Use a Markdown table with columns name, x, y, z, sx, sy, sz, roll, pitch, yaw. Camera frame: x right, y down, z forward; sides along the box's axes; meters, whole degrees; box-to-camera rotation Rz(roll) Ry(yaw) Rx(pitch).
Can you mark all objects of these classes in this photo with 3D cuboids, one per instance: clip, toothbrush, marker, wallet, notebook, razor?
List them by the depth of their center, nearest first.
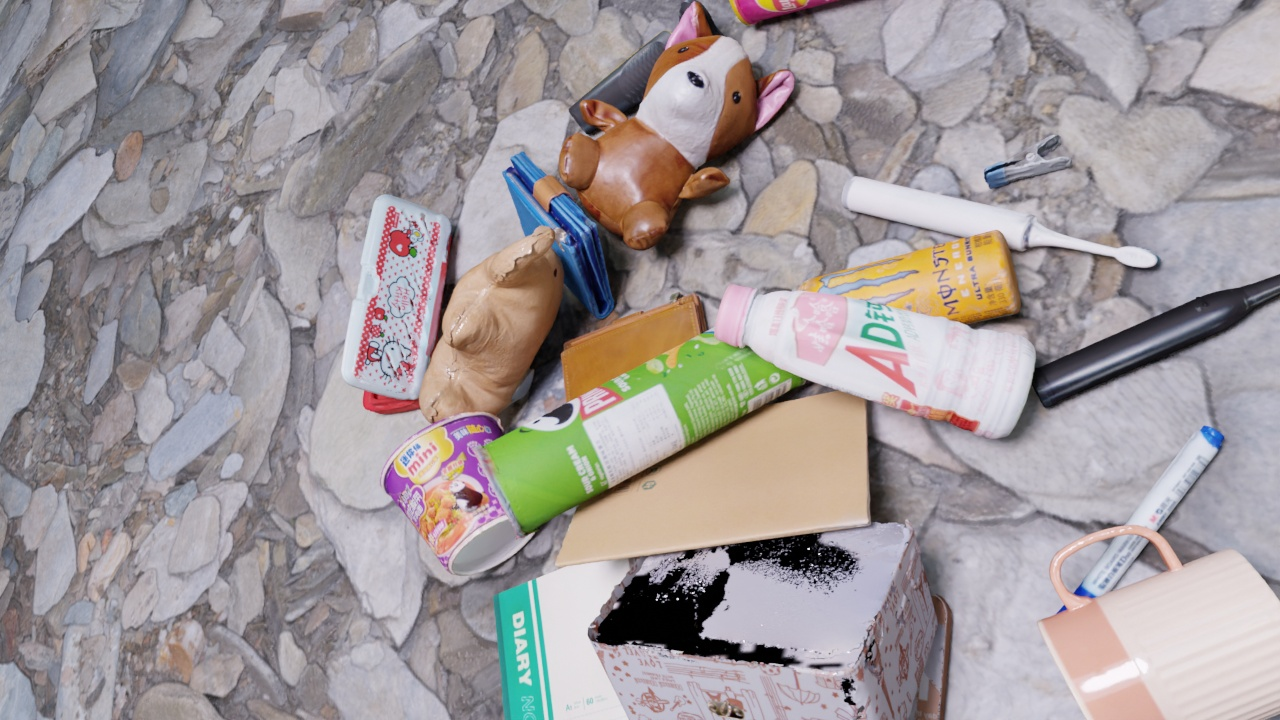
| name | x | y | z | sx | sy | sz | roll | pitch | yaw |
| --- | --- | --- | --- | --- | --- | --- | --- | --- | --- |
| marker | 0.290 | 0.100 | 0.536 | 0.017 | 0.017 | 0.146 | 38 | 92 | 37 |
| toothbrush | 0.341 | -0.028 | 0.551 | 0.213 | 0.027 | 0.026 | -28 | 19 | 20 |
| notebook | 0.053 | 0.078 | 0.632 | 0.208 | 0.008 | 0.147 | -12 | 28 | 20 |
| toothbrush | 0.243 | -0.096 | 0.641 | 0.221 | 0.026 | 0.027 | 22 | 121 | 37 |
| clip | 0.271 | -0.136 | 0.644 | 0.057 | 0.024 | 0.028 | -19 | 65 | 17 |
| notebook | -0.047 | 0.255 | 0.669 | 0.151 | 0.012 | 0.208 | -28 | 58 | 32 |
| wallet | -0.004 | 0.004 | 0.749 | 0.131 | 0.035 | 0.119 | -19 | 61 | 22 |
| wallet | -0.071 | -0.110 | 0.801 | 0.040 | 0.106 | 0.133 | -31 | 52 | -15 |
| razor | 0.002 | -0.267 | 0.855 | 0.168 | 0.062 | 0.067 | -29 | 27 | 25 |

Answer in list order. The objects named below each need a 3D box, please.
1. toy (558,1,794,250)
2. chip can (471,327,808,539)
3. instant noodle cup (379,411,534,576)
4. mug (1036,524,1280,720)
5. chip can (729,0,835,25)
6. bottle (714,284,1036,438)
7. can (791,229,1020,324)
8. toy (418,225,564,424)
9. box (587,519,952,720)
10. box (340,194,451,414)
| name | x | y | z | sx | sy | sz | roll | pitch | yaw |
| --- | --- | --- | --- | --- | --- | --- | --- | --- | --- |
| toy | 0.026 | -0.196 | 0.766 | 0.140 | 0.130 | 0.199 | 44 | 85 | 2 |
| chip can | 0.002 | 0.040 | 0.652 | 0.235 | 0.072 | 0.072 | -27 | 54 | -11 |
| instant noodle cup | -0.142 | 0.113 | 0.750 | 0.112 | 0.111 | 0.099 | -43 | 61 | 10 |
| mug | 0.273 | 0.142 | 0.484 | 0.106 | 0.081 | 0.114 | -30 | 69 | 16 |
| chip can | 0.178 | -0.337 | 0.757 | 0.211 | 0.071 | 0.071 | -3 | 69 | 31 |
| bottle | 0.148 | -0.007 | 0.599 | 0.197 | 0.068 | 0.068 | 17 | 79 | 14 |
| can | 0.182 | -0.044 | 0.638 | 0.146 | 0.058 | 0.058 | -14 | 63 | 27 |
| toy | -0.111 | -0.040 | 0.746 | 0.082 | 0.143 | 0.227 | 31 | 131 | 2 |
| box | 0.092 | 0.195 | 0.579 | 0.182 | 0.168 | 0.150 | -4 | 26 | 35 |
| box | -0.242 | -0.058 | 0.886 | 0.095 | 0.099 | 0.201 | -9 | 65 | 28 |
